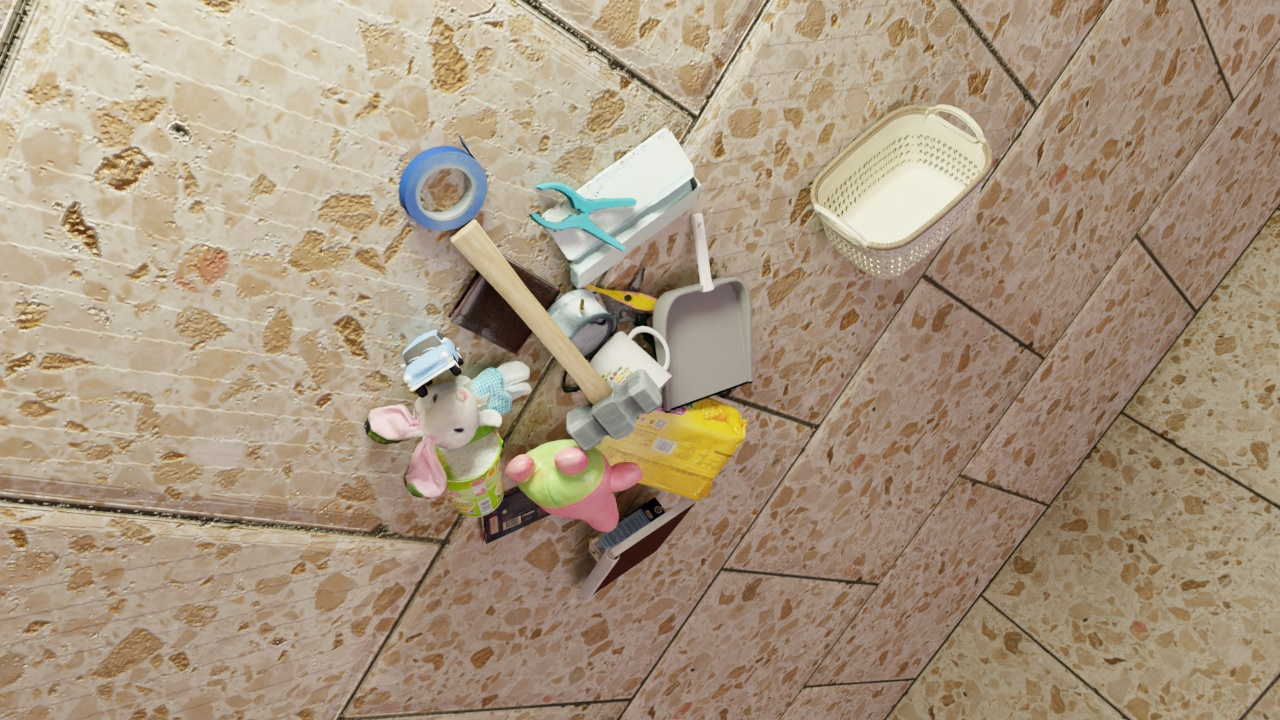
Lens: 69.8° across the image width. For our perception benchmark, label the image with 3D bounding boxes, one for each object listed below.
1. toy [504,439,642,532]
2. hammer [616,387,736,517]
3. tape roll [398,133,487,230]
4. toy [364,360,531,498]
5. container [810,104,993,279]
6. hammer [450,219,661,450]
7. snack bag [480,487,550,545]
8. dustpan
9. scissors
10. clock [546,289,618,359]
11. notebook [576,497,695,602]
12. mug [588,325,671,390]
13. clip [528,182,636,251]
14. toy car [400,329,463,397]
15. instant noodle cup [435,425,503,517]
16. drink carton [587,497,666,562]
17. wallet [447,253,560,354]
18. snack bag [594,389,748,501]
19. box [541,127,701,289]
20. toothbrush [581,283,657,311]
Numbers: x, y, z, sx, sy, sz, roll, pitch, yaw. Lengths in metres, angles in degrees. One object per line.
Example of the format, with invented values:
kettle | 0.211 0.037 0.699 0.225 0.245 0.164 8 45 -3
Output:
toy | -0.085 0.172 1.250 0.237 0.192 0.096 53 38 -51
hammer | 0.040 0.116 1.397 0.098 0.052 0.329 16 117 -27
tape roll | -0.209 -0.183 0.978 0.093 0.016 0.091 -36 138 -13
toy | -0.206 0.060 1.090 0.204 0.131 0.106 -32 174 -32
container | 0.374 -0.237 1.322 0.246 0.184 0.143 -40 149 -7
hammer | -0.106 -0.031 1.080 0.117 0.051 0.323 -32 117 13
snack bag | -0.161 0.209 1.328 0.154 0.018 0.075 -21 132 -29
dustpan | 0.086 -0.071 1.257 0.162 0.033 0.258 -17 105 -35
scissors | -0.013 -0.031 1.263 0.203 0.015 0.202 16 110 -39
clock | -0.076 -0.039 1.167 0.090 0.052 0.129 -44 157 1
notebook | -0.011 0.303 1.452 0.171 0.022 0.210 -29 161 -31
mug | -0.007 0.007 1.203 0.105 0.089 0.073 -48 176 1
clip | -0.072 -0.157 1.069 0.126 0.028 0.113 21 91 -21
toy car | -0.233 -0.001 1.019 0.056 0.153 0.055 -33 101 -4
instant noodle cup | -0.219 0.144 1.177 0.098 0.099 0.108 -29 144 -20
drink carton | -0.019 0.275 1.471 0.129 0.040 0.064 -31 163 -18
wallet | -0.162 -0.068 1.103 0.099 0.031 0.120 -55 138 3
snack bag | 0.033 0.116 1.322 0.247 0.068 0.160 19 116 -27
box | -0.020 -0.183 1.128 0.197 0.075 0.125 -38 120 -12
toothbrush | -0.024 -0.084 1.203 0.135 0.016 0.021 13 97 -36
